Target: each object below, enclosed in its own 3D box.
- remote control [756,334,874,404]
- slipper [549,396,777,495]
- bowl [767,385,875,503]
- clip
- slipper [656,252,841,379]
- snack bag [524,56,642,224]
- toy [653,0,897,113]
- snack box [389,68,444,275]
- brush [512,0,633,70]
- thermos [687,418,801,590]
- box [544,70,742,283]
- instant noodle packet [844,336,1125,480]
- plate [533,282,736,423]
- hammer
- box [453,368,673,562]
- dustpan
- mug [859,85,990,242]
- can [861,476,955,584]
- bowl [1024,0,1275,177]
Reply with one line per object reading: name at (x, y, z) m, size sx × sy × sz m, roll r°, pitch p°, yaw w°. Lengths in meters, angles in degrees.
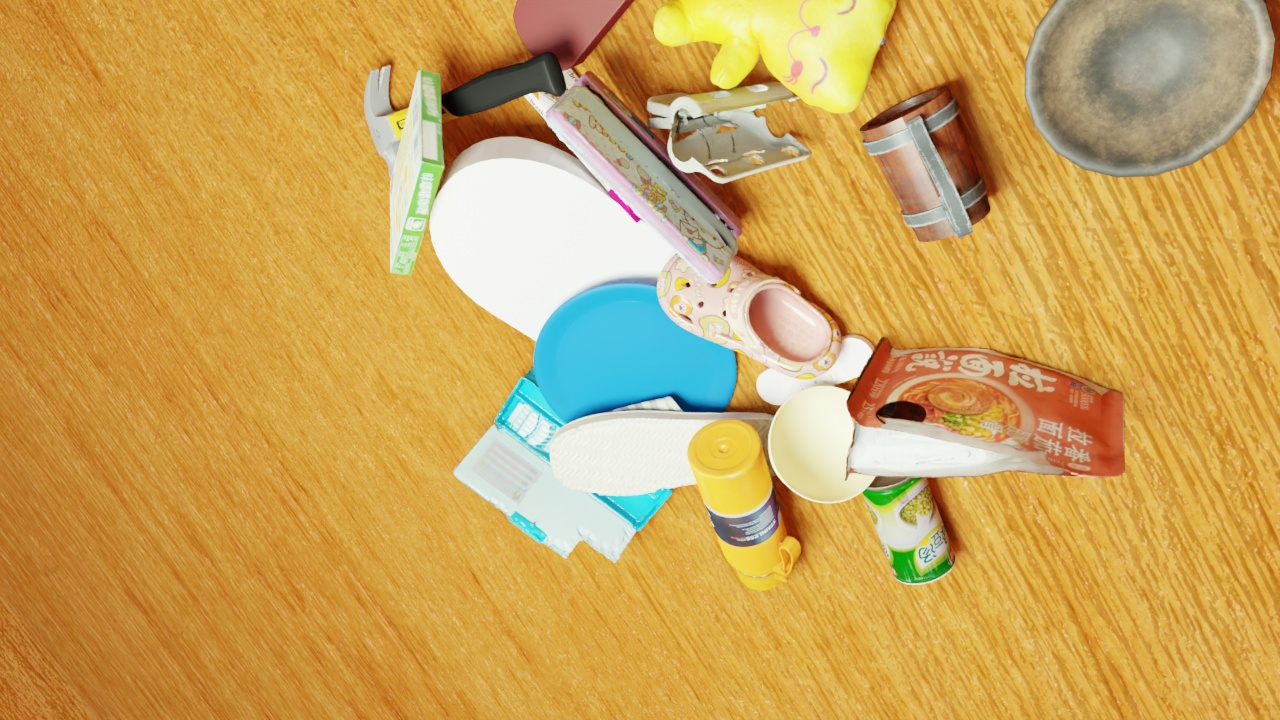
remote control at (0.181, 0.011, 0.958) m, size 0.137 × 0.013 × 0.043 m, roll -25°, pitch 102°, yaw 35°
slipper at (0.033, 0.097, 1.032) m, size 0.273 × 0.053 × 0.114 m, roll -5°, pitch 122°, yaw 10°
bowl at (0.182, 0.090, 0.955) m, size 0.118 × 0.118 × 0.074 m, roll 43°, pitch 169°, yaw 2°
clip at (0.072, -0.226, 0.835) m, size 0.151 × 0.126 × 0.106 m, roll 47°, pitch 138°, yaw 29°
slipper at (0.111, -0.055, 0.905) m, size 0.197 × 0.093 × 0.081 m, roll 28°, pitch 167°, yaw 6°
snack bag at (-0.047, -0.229, 0.923) m, size 0.196 × 0.070 × 0.016 m, roll 49°, pitch 147°, yaw -2°
toy at (0.116, -0.294, 0.793) m, size 0.194 × 0.087 × 0.134 m, roll 21°, pitch 105°, yaw 13°
snack box at (-0.233, -0.191, 0.947) m, size 0.027 × 0.131 × 0.168 m, roll 5°, pitch 145°, yaw -23°
brush at (-0.047, -0.357, 0.871) m, size 0.082 × 0.041 × 0.174 m, roll 49°, pitch 126°, yaw -2°
thermos at (0.116, 0.170, 0.989) m, size 0.091 × 0.076 × 0.233 m, roll 54°, pitch 169°, yaw 46°
box at (0.011, -0.173, 0.847) m, size 0.214 × 0.151 × 0.041 m, roll 42°, pitch 120°, yaw -14°
instant noodle packet at (0.309, 0.054, 0.820) m, size 0.221 × 0.164 × 0.084 m, roll 7°, pitch 116°, yaw 25°
plate at (-0.006, 0.006, 1.020) m, size 0.224 × 0.024 × 0.225 m, roll 3°, pitch 126°, yaw 4°
hammer at (-0.192, -0.266, 0.953) m, size 0.324 × 0.029 × 0.127 m, roll -1°, pitch 116°, yaw 45°
box at (-0.088, 0.138, 1.119) m, size 0.227 × 0.086 × 0.168 m, roll 37°, pitch 92°, yaw 2°
dustpan at (-0.096, -0.123, 0.979) m, size 0.257 × 0.053 × 0.192 m, roll 33°, pitch 121°, yaw -22°
mug at (0.246, -0.160, 0.775) m, size 0.082 × 0.117 × 0.111 m, roll -25°, pitch 106°, yaw 16°
can at (0.277, 0.167, 0.954) m, size 0.067 × 0.067 × 0.121 m, roll -14°, pitch 107°, yaw 33°
bowl at (0.380, -0.226, 0.695) m, size 0.162 × 0.070 × 0.162 m, roll 12°, pitch 120°, yaw 22°
